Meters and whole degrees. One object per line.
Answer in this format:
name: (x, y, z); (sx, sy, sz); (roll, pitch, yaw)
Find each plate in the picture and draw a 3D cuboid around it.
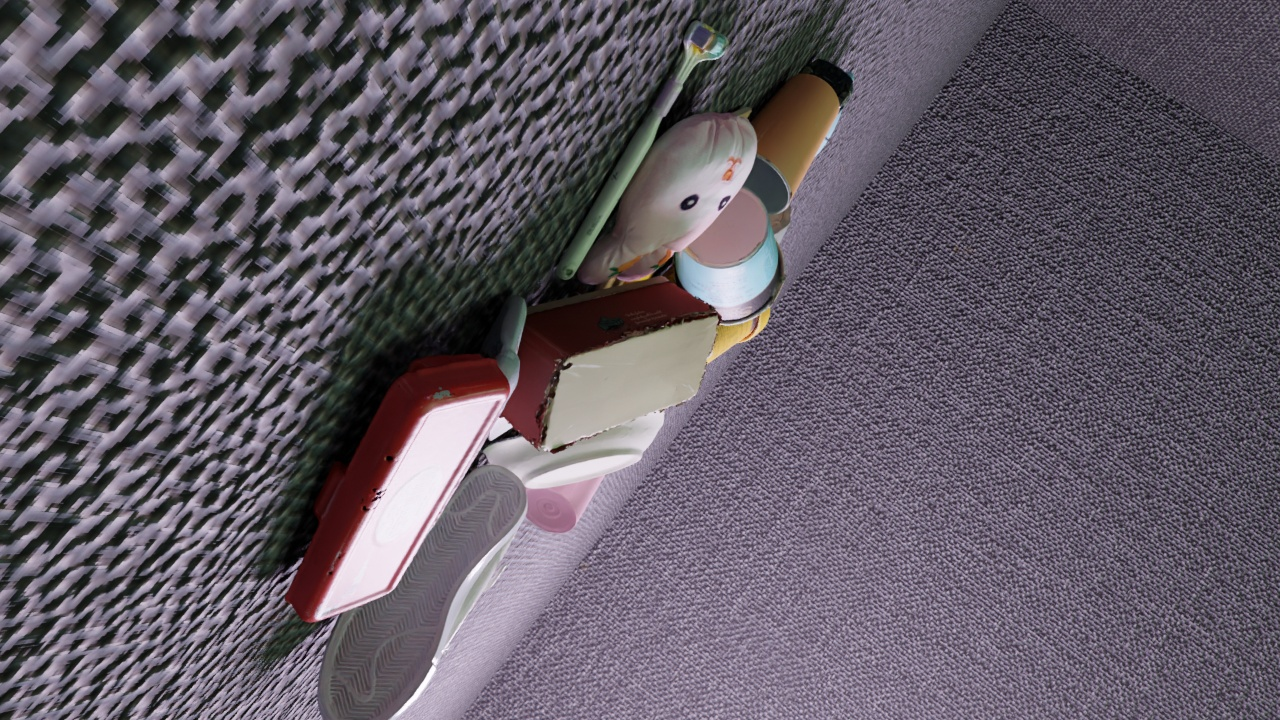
plate: (-0.055, 0.086, 0.837); (0.163, 0.034, 0.164); (-14, 165, -5)

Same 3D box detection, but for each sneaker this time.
sneaker: (-0.181, 0.198, 0.767); (0.241, 0.089, 0.091); (-56, 178, -29)

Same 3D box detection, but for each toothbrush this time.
toothbrush: (-0.006, -0.128, 0.590); (0.190, 0.029, 0.020); (-55, -148, 25)

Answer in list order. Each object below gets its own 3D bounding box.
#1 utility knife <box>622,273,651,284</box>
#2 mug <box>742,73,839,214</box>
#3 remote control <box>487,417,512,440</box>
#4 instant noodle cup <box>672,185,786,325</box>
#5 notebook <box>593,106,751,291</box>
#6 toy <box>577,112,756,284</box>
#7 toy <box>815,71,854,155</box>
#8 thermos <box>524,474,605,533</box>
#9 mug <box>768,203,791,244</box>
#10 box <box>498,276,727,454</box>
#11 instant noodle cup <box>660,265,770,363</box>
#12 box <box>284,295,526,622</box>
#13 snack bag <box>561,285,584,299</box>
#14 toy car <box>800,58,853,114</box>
utility knife: (-0.003, -0.072, 0.764); (0.033, 0.015, 0.154); (-33, 160, -54)
mug: (0.133, -0.205, 0.854); (0.122, 0.078, 0.078); (-54, 173, -23)
remote control: (-0.068, 0.016, 0.721); (0.134, 0.019, 0.056); (-33, 168, -24)
instant noodle cup: (0.077, -0.101, 0.822); (0.111, 0.111, 0.120); (-52, 166, -7)
notebook: (0.016, -0.116, 0.786); (0.212, 0.012, 0.149); (-58, 171, 34)
toy: (0.021, -0.111, 0.662); (0.121, 0.054, 0.160); (-15, 151, -54)
toy: (0.187, -0.257, 1.012); (0.161, 0.050, 0.156); (-53, 179, 5)
thermos: (-0.050, 0.091, 0.978); (0.087, 0.067, 0.198); (-19, -156, 36)
mug: (0.109, -0.148, 0.980); (0.104, 0.083, 0.123); (111, -9, -58)
box: (-0.018, 0.005, 0.658); (0.167, 0.077, 0.091); (-18, 133, -44)
instant noodle cup: (0.052, -0.047, 0.936); (0.114, 0.118, 0.119); (-40, 166, -31)
box: (-0.132, 0.063, 0.563); (0.202, 0.065, 0.159); (-57, 175, 29)
snack bag: (-0.044, -0.036, 0.711); (0.048, 0.026, 0.104); (-51, 166, 11)
toy car: (0.163, -0.243, 0.922); (0.121, 0.054, 0.036); (-54, 170, 8)
